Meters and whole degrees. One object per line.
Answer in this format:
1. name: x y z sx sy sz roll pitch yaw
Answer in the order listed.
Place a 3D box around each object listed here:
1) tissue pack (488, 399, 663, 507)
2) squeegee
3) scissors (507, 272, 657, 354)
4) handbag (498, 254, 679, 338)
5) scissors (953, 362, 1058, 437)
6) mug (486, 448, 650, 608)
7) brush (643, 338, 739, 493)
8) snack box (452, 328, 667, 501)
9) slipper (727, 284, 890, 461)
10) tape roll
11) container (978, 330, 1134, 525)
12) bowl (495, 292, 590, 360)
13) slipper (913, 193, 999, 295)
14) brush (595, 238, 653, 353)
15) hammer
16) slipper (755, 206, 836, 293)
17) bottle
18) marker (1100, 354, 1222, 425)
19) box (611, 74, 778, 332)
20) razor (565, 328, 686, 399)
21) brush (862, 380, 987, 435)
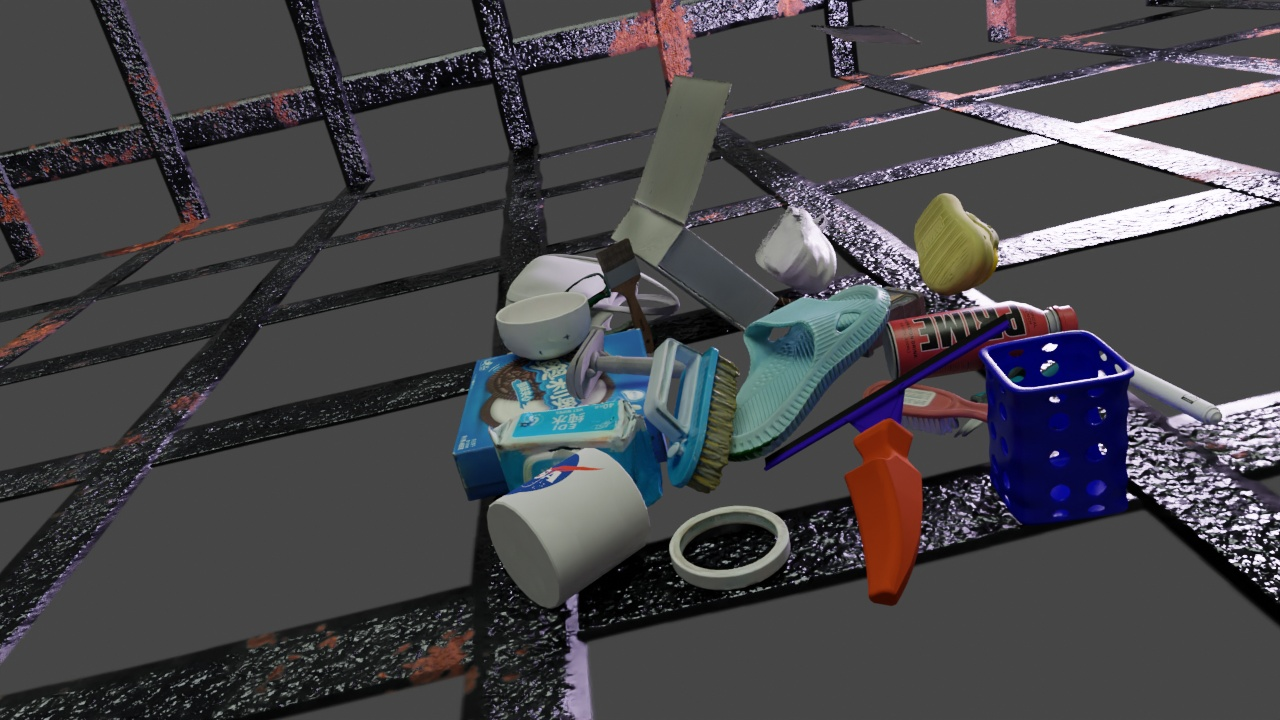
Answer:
1. tissue pack: -0.055 0.090 0.797 0.144 0.093 0.061 -8 26 11
2. squeegee: 0.181 0.098 0.680 0.250 0.055 0.184 -39 25 39
3. scissors: -0.072 -0.018 1.107 0.154 0.015 0.208 35 60 17
4. handbag: -0.060 -0.070 1.223 0.223 0.096 0.215 6 30 12
5. scissors: 0.332 0.029 0.835 0.129 0.019 0.138 -12 25 16
6. mug: -0.062 0.134 0.722 0.089 0.091 0.122 -29 -7 -33
7. brush: 0.040 0.051 0.814 0.056 0.075 0.135 -44 28 49
8. snack box: -0.080 0.048 0.952 0.195 0.056 0.238 -11 22 0
9. slipper: 0.151 -0.008 0.883 0.116 0.069 0.275 -8 30 50
10. tape roll: 0.069 0.144 0.711 0.093 0.013 0.093 -11 22 4
11. container: 0.305 0.050 0.677 0.085 0.114 0.084 -10 23 6
12. bowl: -0.105 -0.035 1.016 0.105 0.054 0.104 -9 19 3
13. slipper: 0.392 -0.136 1.127 0.081 0.092 0.190 25 31 -13
14. brush: -0.009 -0.071 1.078 0.045 0.143 0.008 -32 27 -20
15. hammer: 0.185 -0.068 1.111 0.098 0.044 0.322 -25 24 -27
16. slipper: 0.214 -0.153 1.248 0.112 0.074 0.246 -41 17 13
17. bottle: 0.332 -0.022 0.897 0.177 0.062 0.062 -10 23 7
18. marker: 0.446 0.023 0.791 0.020 0.017 0.133 -17 23 -7
19. box: 0.019 -0.260 1.042 0.148 0.507 0.167 -22 26 -13
20. razor: -0.005 0.005 0.897 0.116 0.047 0.088 3 25 12
21. brush: 0.272 0.048 0.795 0.173 0.030 0.040 9 42 47
